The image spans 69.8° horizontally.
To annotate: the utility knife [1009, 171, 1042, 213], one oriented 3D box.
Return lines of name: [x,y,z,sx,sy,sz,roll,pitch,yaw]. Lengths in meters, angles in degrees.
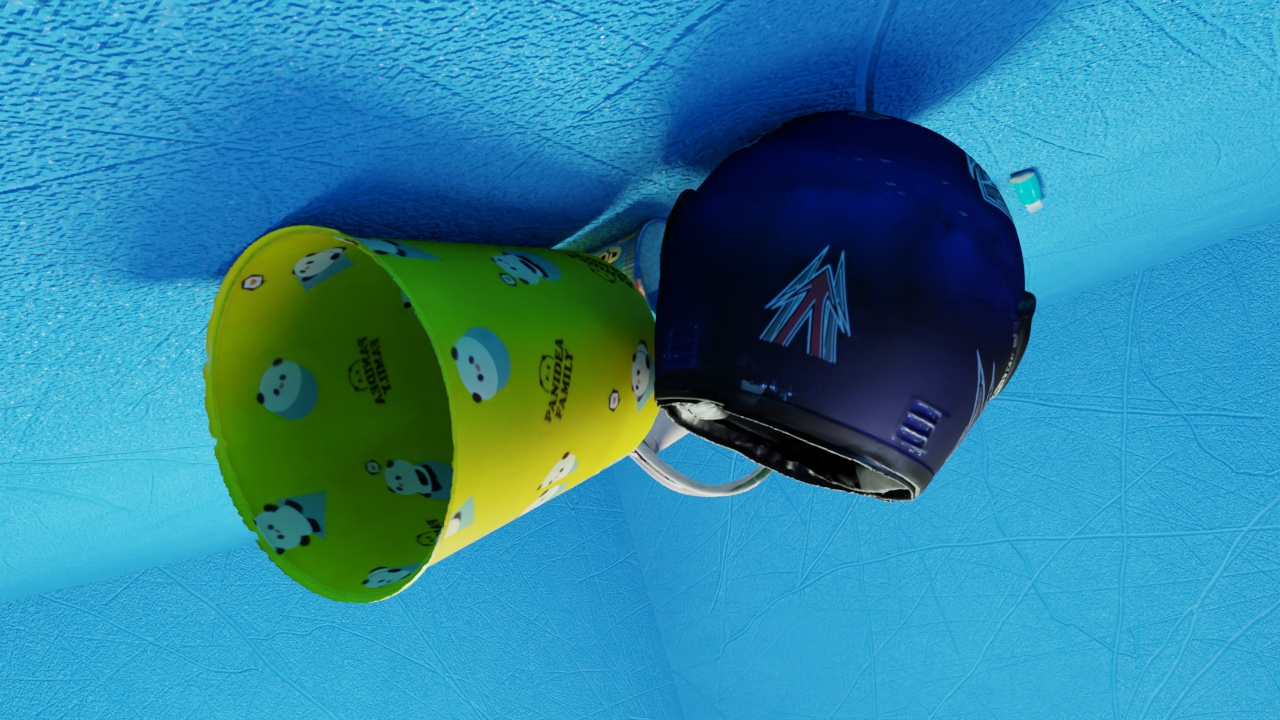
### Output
utility knife: [0.448,-0.192,1.061,0.029,0.013,0.217,-23,167,24]

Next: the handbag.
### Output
handbag: [0.053,0.042,0.968,0.193,0.234,0.093,-34,156,-11]

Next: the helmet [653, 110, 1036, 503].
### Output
helmet: [0.141,-0.040,0.658,0.247,0.240,0.315,20,171,14]

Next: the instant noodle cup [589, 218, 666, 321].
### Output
instant noodle cup: [-0.019,-0.059,0.779,0.110,0.099,0.099,-12,175,33]

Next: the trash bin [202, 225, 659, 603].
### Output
trash bin: [-0.126,0.018,0.649,0.230,0.229,0.254,-23,175,34]
